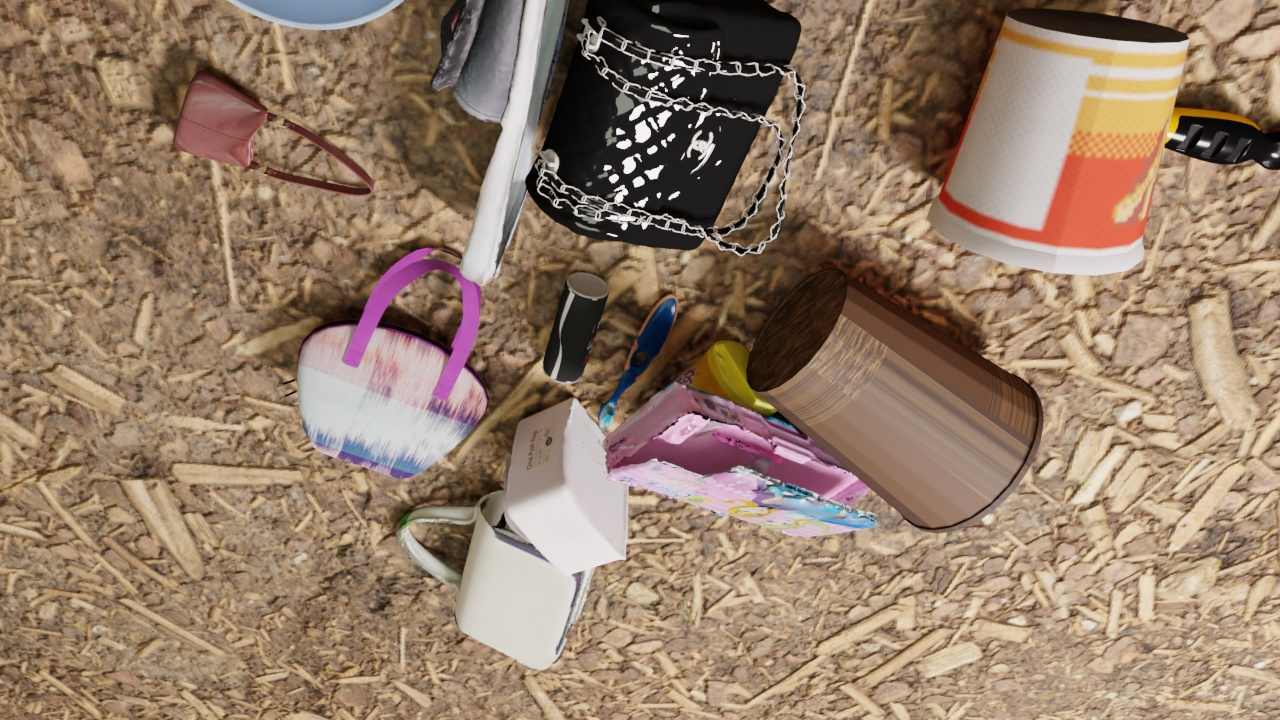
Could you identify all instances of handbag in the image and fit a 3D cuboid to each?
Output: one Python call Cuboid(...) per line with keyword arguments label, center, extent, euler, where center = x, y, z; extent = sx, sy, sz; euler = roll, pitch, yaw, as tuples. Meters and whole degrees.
Cuboid(label="handbag", center=(-0.127, 0.171, 0.802), extent=(0.176, 0.073, 0.152), euler=(22, 126, 6))
Cuboid(label="handbag", center=(0.015, -0.127, 0.509), extent=(0.124, 0.114, 0.154), euler=(-6, 139, -36))
Cuboid(label="handbag", center=(-0.226, -0.134, 0.580), extent=(0.119, 0.029, 0.055), euler=(22, 127, -23))
Cuboid(label="handbag", center=(-0.170, -0.005, 0.662), extent=(0.144, 0.068, 0.170), euler=(23, 118, -18))

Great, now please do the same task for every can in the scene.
Cuboid(label="can", center=(0.046, 0.040, 0.688), extent=(0.067, 0.067, 0.105), euler=(34, 121, -24))
Cuboid(label="can", center=(-0.048, -0.022, 0.661), extent=(0.031, 0.031, 0.081), euler=(13, 127, -10))

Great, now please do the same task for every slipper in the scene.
Cuboid(label="slipper", center=(-0.081, -0.162, 0.510), extent=(0.063, 0.111, 0.265), euler=(14, 131, -3))

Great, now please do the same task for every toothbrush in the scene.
Cuboid(label="toothbrush", center=(0.403, -0.133, 0.581), extent=(0.196, 0.030, 0.031), euler=(8, 132, -10))
Cuboid(label="toothbrush", center=(-0.004, 0.004, 0.692), extent=(0.021, 0.017, 0.135), euler=(18, 126, -17))

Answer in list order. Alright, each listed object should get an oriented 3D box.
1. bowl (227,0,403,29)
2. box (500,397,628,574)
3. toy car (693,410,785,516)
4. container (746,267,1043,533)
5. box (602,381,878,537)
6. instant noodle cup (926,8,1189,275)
Cuboid(label="bowl", center=(-0.164, -0.251, 0.454), extent=(0.150, 0.074, 0.151), euler=(-1, 128, -1))
Cuboid(label="box", center=(-0.073, 0.107, 0.717), extent=(0.102, 0.107, 0.102), euler=(-20, 126, 19))
Cuboid(label="toy car", center=(0.087, 0.087, 0.733), extent=(0.060, 0.027, 0.108), euler=(-11, 141, -45))
Cuboid(label="container", center=(0.171, 0.023, 0.645), extent=(0.167, 0.132, 0.132), euler=(33, 121, -17))
Cuboid(label="box", center=(0.081, 0.088, 0.653), extent=(0.230, 0.063, 0.085), euler=(24, 125, -41))
Cuboid(label="instant noodle cup", center=(0.243, -0.131, 0.531), extent=(0.123, 0.123, 0.121), euler=(3, 120, -3))
